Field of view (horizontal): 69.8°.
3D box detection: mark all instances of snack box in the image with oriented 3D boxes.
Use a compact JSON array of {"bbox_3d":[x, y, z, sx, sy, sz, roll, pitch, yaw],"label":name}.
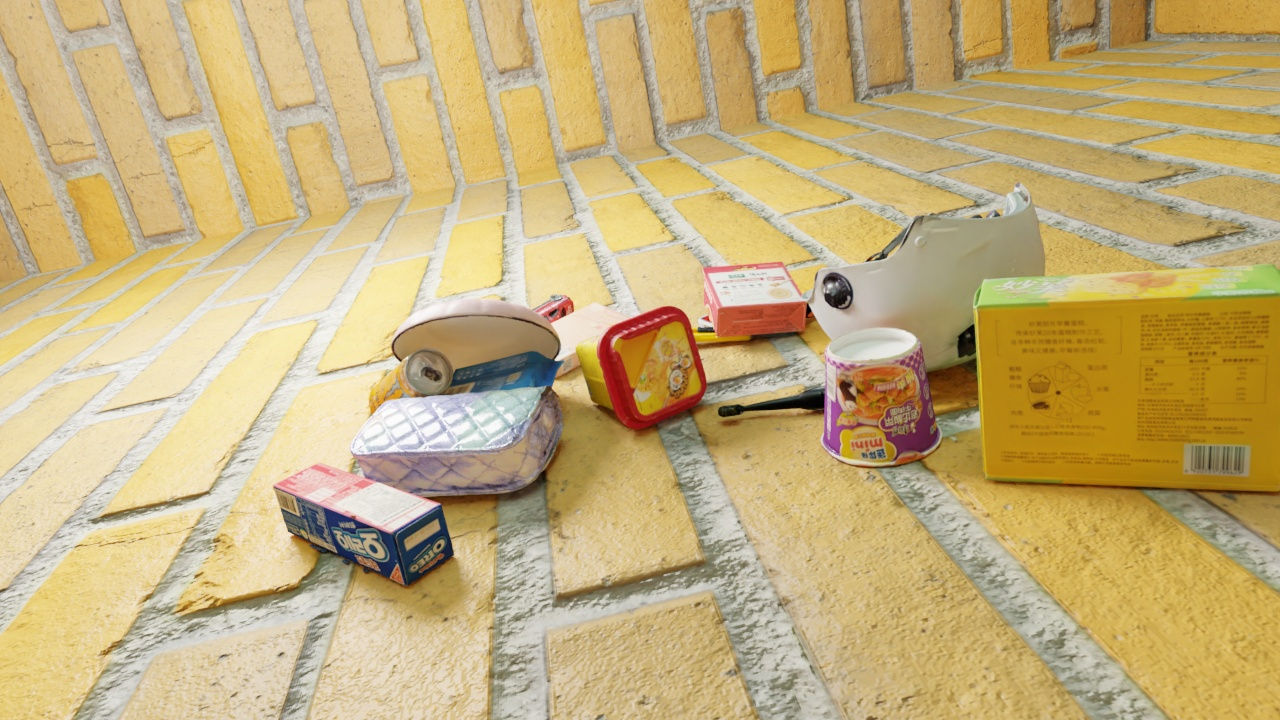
[{"bbox_3d":[-0.087,-0.029,1.227,0.084,0.026,0.156,25,39,37],"label":"snack box"},{"bbox_3d":[0.143,-0.080,1.184,0.113,0.044,0.127,-5,29,-4],"label":"snack box"},{"bbox_3d":[0.375,0.014,0.713,0.210,0.158,0.069,-1,22,26],"label":"snack box"},{"bbox_3d":[-0.259,0.146,0.843,0.208,0.057,0.058,8,25,41],"label":"snack box"}]

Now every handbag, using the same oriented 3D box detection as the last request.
[{"bbox_3d":[-0.187,0.083,0.941,0.194,0.076,0.133,-4,29,15],"label":"handbag"}]

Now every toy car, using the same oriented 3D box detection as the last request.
[{"bbox_3d":[-0.136,-0.050,1.296,0.045,0.053,0.120,28,45,27],"label":"toy car"}]

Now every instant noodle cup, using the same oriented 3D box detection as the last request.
[{"bbox_3d":[0.218,0.028,0.843,0.111,0.099,0.111,-8,20,3],"label":"instant noodle cup"},{"bbox_3d":[-0.006,0.006,1.015,0.116,0.116,0.124,-22,12,-26],"label":"instant noodle cup"}]

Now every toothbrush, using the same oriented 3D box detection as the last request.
[{"bbox_3d":[0.184,0.039,0.934,0.213,0.026,0.027,-8,0,9],"label":"toothbrush"}]

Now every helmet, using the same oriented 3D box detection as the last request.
[{"bbox_3d":[0.303,-0.064,0.958,0.228,0.146,0.259,-20,-6,-40],"label":"helmet"}]

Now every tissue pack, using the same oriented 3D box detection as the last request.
[{"bbox_3d":[-0.165,0.041,1.048,0.157,0.052,0.094,-13,30,19],"label":"tissue pack"}]

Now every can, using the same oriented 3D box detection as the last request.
[{"bbox_3d":[-0.267,0.032,1.061,0.058,0.058,0.146,-27,-1,-36],"label":"can"}]

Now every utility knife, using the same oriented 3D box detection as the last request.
[{"bbox_3d":[0.098,-0.036,1.172,0.207,0.015,0.033,-1,29,10],"label":"utility knife"}]

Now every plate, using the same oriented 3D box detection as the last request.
[{"bbox_3d":[-0.188,-0.028,1.060,0.192,0.039,0.193,-4,-22,-2],"label":"plate"}]

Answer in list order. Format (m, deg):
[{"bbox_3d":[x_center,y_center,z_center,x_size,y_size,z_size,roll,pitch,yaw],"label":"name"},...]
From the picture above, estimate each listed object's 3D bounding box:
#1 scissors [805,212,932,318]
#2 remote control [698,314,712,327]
[{"bbox_3d":[0.287,-0.119,1.118,0.235,0.021,0.162,-38,-18,36],"label":"scissors"},{"bbox_3d":[0.145,-0.066,1.234,0.135,0.020,0.056,-21,22,-23],"label":"remote control"}]
